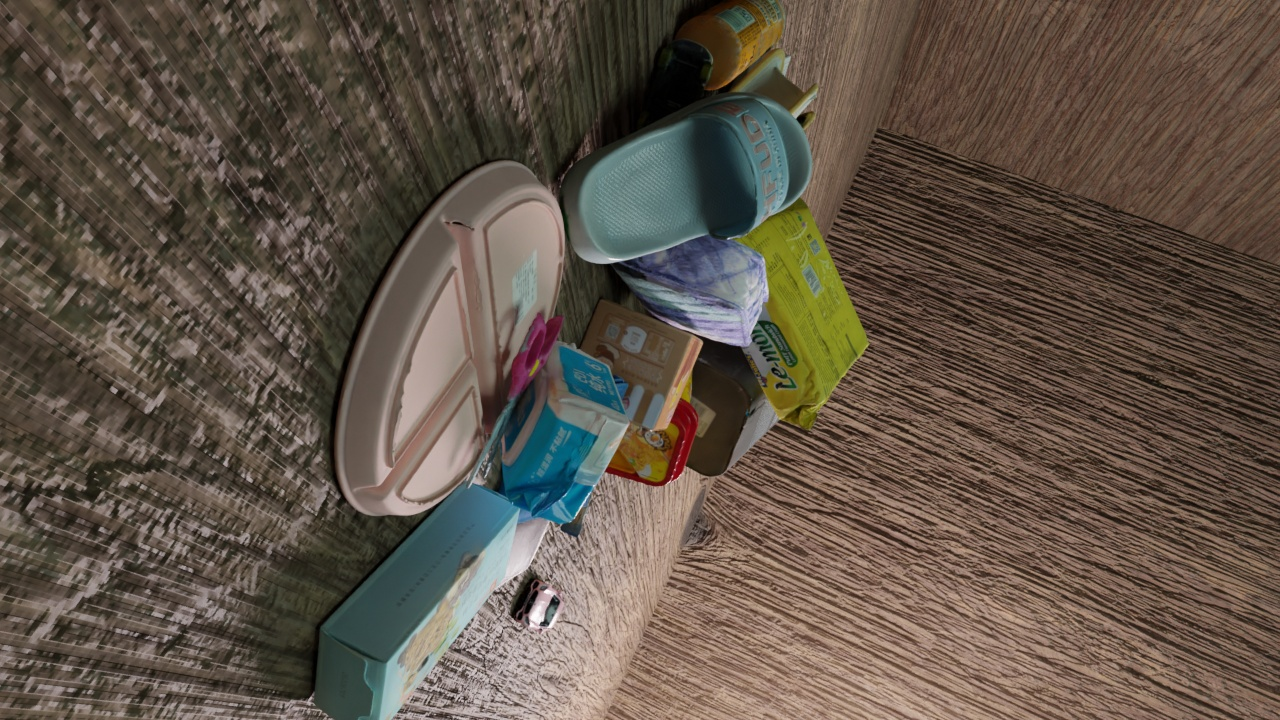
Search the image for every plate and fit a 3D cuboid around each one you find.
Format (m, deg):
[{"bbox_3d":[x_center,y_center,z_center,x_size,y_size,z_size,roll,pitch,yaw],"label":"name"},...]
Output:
[{"bbox_3d":[-0.104,-0.007,0.557,0.229,0.028,0.229,23,89,-78],"label":"plate"}]

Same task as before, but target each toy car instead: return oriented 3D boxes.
[{"bbox_3d":[-0.114,0.287,1.062,0.122,0.037,0.056,76,37,-70],"label":"toy car"},{"bbox_3d":[0.027,-0.207,0.725,0.035,0.042,0.091,-69,179,-69],"label":"toy car"}]

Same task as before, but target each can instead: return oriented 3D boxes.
[{"bbox_3d":[0.078,-0.275,0.778,0.145,0.058,0.058,-51,161,-52],"label":"can"}]

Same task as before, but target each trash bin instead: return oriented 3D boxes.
[{"bbox_3d":[0.101,0.008,1.130,0.219,0.199,0.199,-44,155,-49],"label":"trash bin"}]

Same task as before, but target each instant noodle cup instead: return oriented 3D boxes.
[{"bbox_3d":[0.004,0.051,0.979,0.123,0.116,0.116,-70,176,-53],"label":"instant noodle cup"}]

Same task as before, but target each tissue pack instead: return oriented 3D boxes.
[{"bbox_3d":[-0.061,0.047,0.663,0.090,0.063,0.140,-60,-161,14],"label":"tissue pack"}]

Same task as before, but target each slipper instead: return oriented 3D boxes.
[{"bbox_3d":[0.048,-0.135,0.675,0.244,0.074,0.104,-26,114,-35],"label":"slipper"}]

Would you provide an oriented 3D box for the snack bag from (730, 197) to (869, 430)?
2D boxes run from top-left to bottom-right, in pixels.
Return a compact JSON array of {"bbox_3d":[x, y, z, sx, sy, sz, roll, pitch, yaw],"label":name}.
[{"bbox_3d":[0.165,-0.067,1.010,0.068,0.246,0.157,-14,-159,45],"label":"snack bag"}]

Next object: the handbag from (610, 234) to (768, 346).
[{"bbox_3d":[0.046,-0.075,0.831,0.194,0.134,0.075,49,61,-77],"label":"handbag"}]

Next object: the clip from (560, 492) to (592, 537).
[{"bbox_3d":[-0.072,0.177,1.068,0.029,0.024,0.056,103,11,-55],"label":"clip"}]

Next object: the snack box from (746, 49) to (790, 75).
[{"bbox_3d":[0.117,-0.246,0.975,0.084,0.027,0.157,-48,157,-59],"label":"snack box"}]

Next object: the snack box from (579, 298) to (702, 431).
[{"bbox_3d":[-0.005,0.005,0.859,0.077,0.093,0.094,13,100,-79],"label":"snack box"}]

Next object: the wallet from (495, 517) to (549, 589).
[{"bbox_3d":[-0.120,0.171,0.857,0.096,0.020,0.122,-69,166,12],"label":"wallet"}]

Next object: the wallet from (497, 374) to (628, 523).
[{"bbox_3d":[-0.069,0.076,0.791,0.106,0.040,0.133,-5,121,-49],"label":"wallet"}]

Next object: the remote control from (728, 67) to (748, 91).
[{"bbox_3d":[0.089,-0.242,0.984,0.058,0.021,0.149,76,38,-71],"label":"remote control"}]

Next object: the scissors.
[{"bbox_3d":[-0.082,0.023,0.613,0.105,0.017,0.136,-57,171,-65],"label":"scissors"}]

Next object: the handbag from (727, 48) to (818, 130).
[{"bbox_3d":[0.091,-0.192,0.872,0.163,0.063,0.179,-42,173,0],"label":"handbag"}]

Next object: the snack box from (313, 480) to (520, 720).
[{"bbox_3d":[-0.147,0.162,0.626,0.174,0.051,0.074,-49,158,-56],"label":"snack box"}]
